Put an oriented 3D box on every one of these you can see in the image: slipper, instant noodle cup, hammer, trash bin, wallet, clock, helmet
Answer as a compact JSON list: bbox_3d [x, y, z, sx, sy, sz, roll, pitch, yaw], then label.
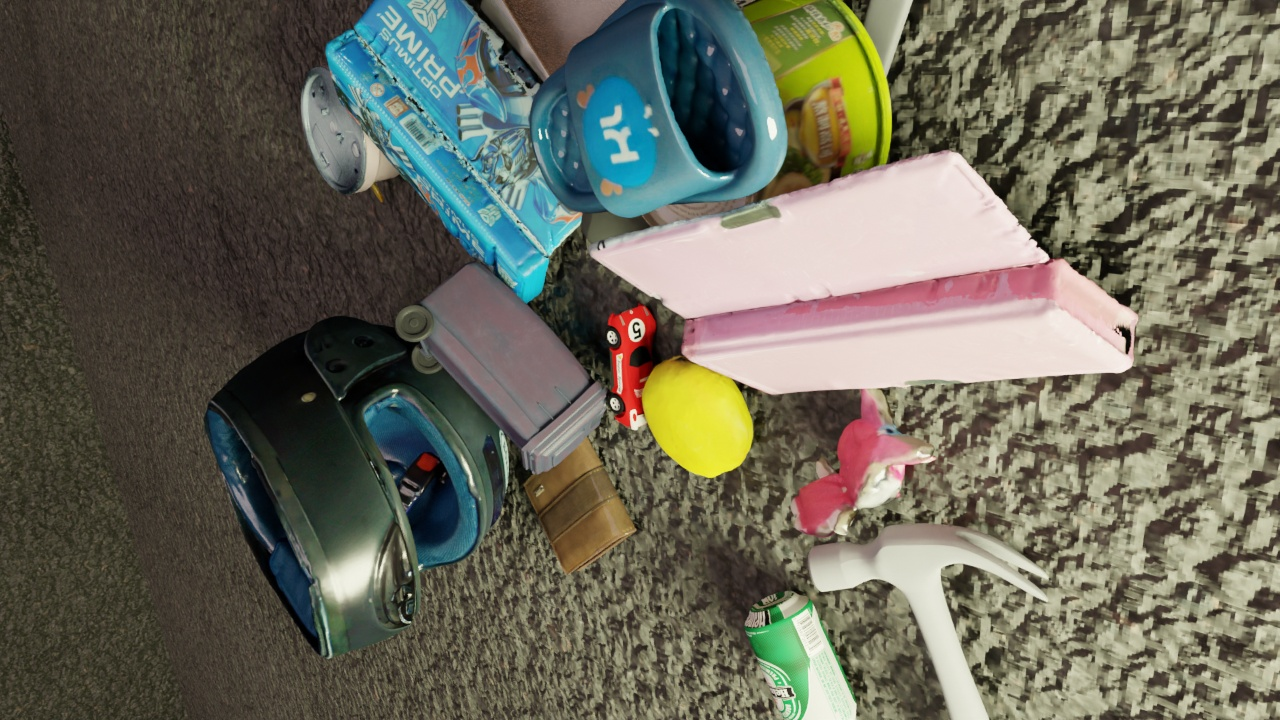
[{"bbox_3d":[-0.009,-0.120,0.451,0.214,0.059,0.104,4,115,59],"label":"slipper"},{"bbox_3d":[0.053,-0.129,0.505,0.146,0.097,0.146,38,142,37],"label":"instant noodle cup"},{"bbox_3d":[0.210,0.238,0.555,0.125,0.029,0.311,-16,101,28],"label":"hammer"},{"bbox_3d":[-0.108,0.010,0.737,0.161,0.092,0.094,46,165,8],"label":"trash bin"},{"bbox_3d":[-0.058,0.131,0.825,0.098,0.026,0.121,61,141,13],"label":"wallet"},{"bbox_3d":[-0.258,-0.229,0.854,0.116,0.058,0.158,58,139,10],"label":"clock"},{"bbox_3d":[-0.236,0.095,0.834,0.316,0.235,0.249,33,133,44],"label":"helmet"}]

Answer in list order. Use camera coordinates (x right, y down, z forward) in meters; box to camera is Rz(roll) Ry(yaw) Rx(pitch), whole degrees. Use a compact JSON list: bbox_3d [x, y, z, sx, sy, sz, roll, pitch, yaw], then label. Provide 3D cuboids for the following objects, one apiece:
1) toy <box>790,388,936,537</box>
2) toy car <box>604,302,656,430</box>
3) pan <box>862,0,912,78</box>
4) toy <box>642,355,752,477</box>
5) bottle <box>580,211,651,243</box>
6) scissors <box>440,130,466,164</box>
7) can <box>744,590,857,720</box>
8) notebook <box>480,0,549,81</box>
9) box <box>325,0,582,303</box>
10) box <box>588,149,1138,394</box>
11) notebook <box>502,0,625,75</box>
[{"bbox_3d":[0.137,0.071,0.566,0.103,0.050,0.065,-54,32,27],"label":"toy"},{"bbox_3d":[-0.004,0.004,0.695,0.025,0.038,0.090,19,121,39],"label":"toy car"},{"bbox_3d":[0.140,-0.240,0.414,0.201,0.050,0.357,43,149,30],"label":"pan"},{"bbox_3d":[0.039,0.041,0.662,0.096,0.041,0.094,2,114,47],"label":"toy"},{"bbox_3d":[-0.001,-0.125,0.616,0.060,0.060,0.109,43,134,27],"label":"bottle"},{"bbox_3d":[-0.149,-0.214,0.779,0.127,0.015,0.125,22,122,44],"label":"scissors"},{"bbox_3d":[0.114,0.217,0.650,0.053,0.053,0.101,-26,87,50],"label":"can"},{"bbox_3d":[-0.028,-0.288,0.608,0.178,0.013,0.246,52,138,20],"label":"notebook"},{"bbox_3d":[-0.147,-0.169,0.719,0.243,0.071,0.171,49,137,3],"label":"box"},{"bbox_3d":[0.101,-0.027,0.474,0.233,0.179,0.039,-7,63,50],"label":"box"},{"bbox_3d":[-0.029,-0.286,0.536,0.191,0.034,0.215,-22,104,38],"label":"notebook"}]
